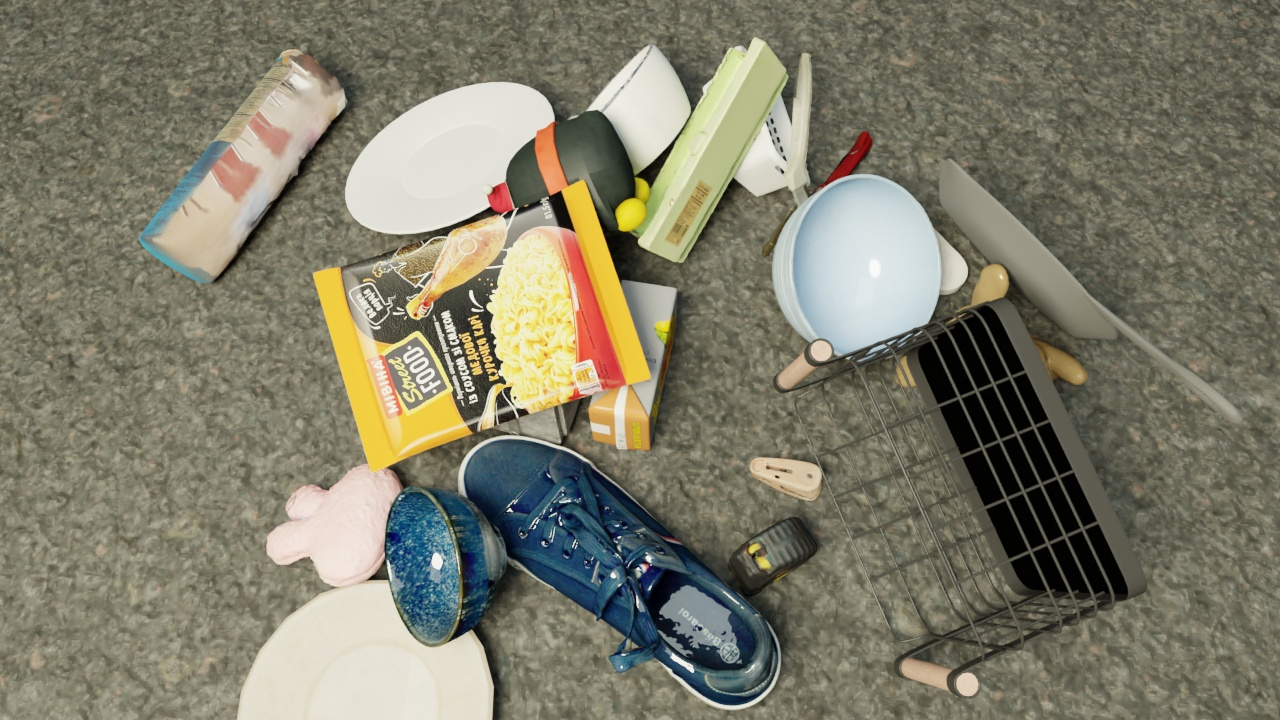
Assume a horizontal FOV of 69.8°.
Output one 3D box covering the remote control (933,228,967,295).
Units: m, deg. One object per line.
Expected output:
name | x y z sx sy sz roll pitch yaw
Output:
remote control | 0.241 -0.114 0.830 0.043 0.013 0.136 -33 69 -11

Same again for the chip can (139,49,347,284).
chip can | -0.365 -0.182 0.856 0.080 0.080 0.229 23 70 12

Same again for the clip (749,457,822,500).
clip | 0.120 0.095 0.744 0.061 0.041 0.024 12 65 29

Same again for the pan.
pan | 0.309 -0.050 0.679 0.024 0.216 0.354 -44 28 15

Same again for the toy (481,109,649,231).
toy | -0.062 -0.144 0.753 0.119 0.100 0.097 -18 24 12

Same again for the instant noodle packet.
instant noodle packet | -0.121 -0.027 0.692 0.221 0.032 0.159 -19 82 0

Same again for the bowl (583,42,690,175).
bowl | -0.006 -0.216 0.819 0.065 0.116 0.116 40 70 -18

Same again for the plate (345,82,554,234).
plate | -0.176 -0.188 0.853 0.209 0.015 0.208 -11 49 13

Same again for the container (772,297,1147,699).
container | 0.208 0.088 0.641 0.130 0.163 0.241 -20 80 -9

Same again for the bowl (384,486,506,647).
bowl | -0.134 0.144 0.667 0.060 0.115 0.114 -6 60 -40

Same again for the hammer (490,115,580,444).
hammer | -0.108 -0.093 0.810 0.177 0.080 0.325 13 62 8

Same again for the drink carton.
drink carton | -0.005 0.004 0.759 0.048 0.076 0.124 10 63 7

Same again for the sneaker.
sneaker | -0.025 0.145 0.672 0.294 0.127 0.120 34 71 18

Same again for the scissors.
scissors | 0.151 -0.174 0.806 0.015 0.179 0.198 11 46 41

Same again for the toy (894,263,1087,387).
toy | 0.292 -0.002 0.741 0.108 0.134 0.105 17 42 -19

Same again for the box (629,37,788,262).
box | 0.059 -0.173 0.779 0.064 0.130 0.188 28 99 -8

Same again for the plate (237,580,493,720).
plate | -0.201 0.260 0.680 0.189 0.027 0.188 -1 66 2

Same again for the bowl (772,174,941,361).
bowl | 0.169 -0.074 0.770 0.150 0.075 0.150 0 91 -23

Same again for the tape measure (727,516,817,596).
tape measure | 0.100 0.144 0.695 0.062 0.067 0.038 -27 68 -9

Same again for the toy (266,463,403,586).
toy | -0.240 0.128 0.724 0.105 0.053 0.108 -1 48 13

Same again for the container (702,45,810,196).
container | 0.103 -0.213 0.843 0.050 0.080 0.129 -26 63 27
